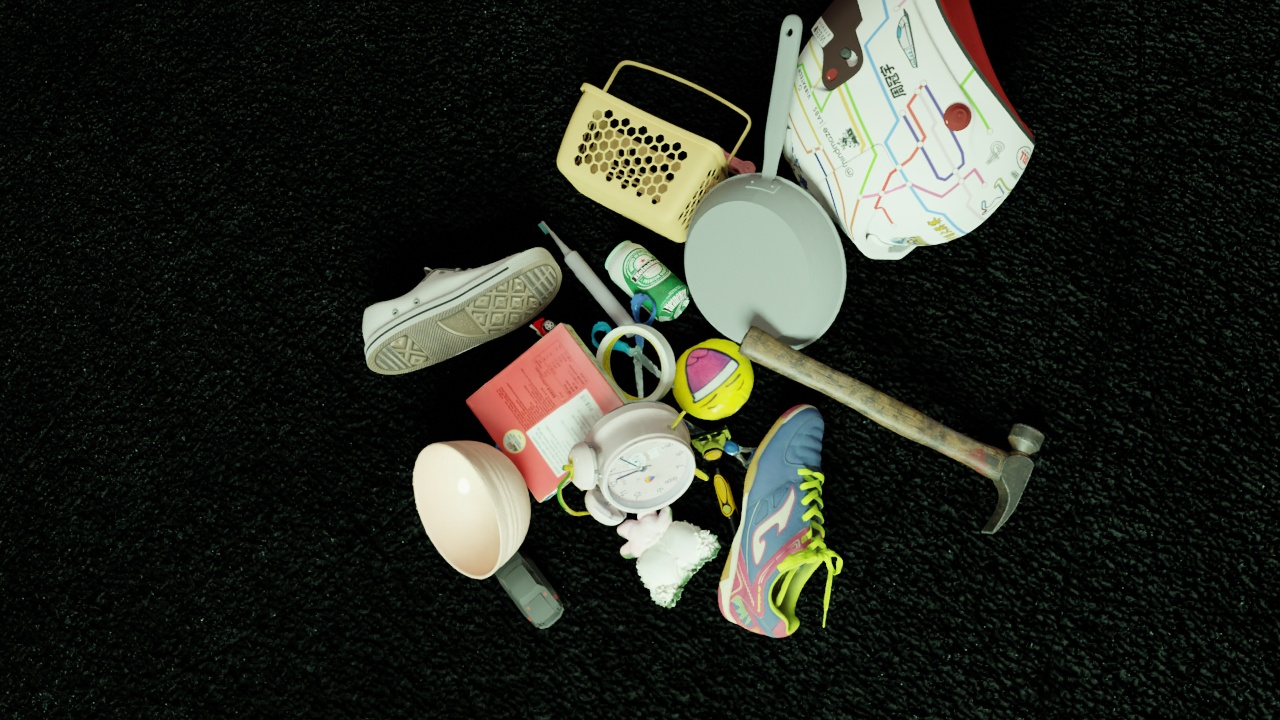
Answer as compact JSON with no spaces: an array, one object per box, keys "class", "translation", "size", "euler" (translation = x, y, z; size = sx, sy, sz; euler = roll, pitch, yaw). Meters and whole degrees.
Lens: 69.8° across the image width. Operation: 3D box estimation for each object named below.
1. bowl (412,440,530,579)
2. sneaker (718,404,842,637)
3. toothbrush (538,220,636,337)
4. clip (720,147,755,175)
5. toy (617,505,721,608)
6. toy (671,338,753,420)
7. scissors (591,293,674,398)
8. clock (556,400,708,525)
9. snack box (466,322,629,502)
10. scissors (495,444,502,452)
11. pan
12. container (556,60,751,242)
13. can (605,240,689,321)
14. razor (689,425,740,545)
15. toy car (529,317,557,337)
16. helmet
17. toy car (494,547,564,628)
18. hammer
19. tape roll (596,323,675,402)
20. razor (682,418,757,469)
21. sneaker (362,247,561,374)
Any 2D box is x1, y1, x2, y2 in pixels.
[{"class":"bowl","translation":[-0.170,0.150,0.991],"size":[0.076,0.153,0.153],"euler":[-22,65,-44]},{"class":"sneaker","translation":[0.162,0.165,0.950],"size":[0.091,0.116,0.241],"euler":[10,77,40]},{"class":"toothbrush","translation":[-0.065,-0.101,1.097],"size":[0.019,0.018,0.188],"euler":[-37,72,-6]},{"class":"clip","translation":[0.109,-0.236,1.115],"size":[0.060,0.045,0.023],"euler":[29,80,-18]},{"class":"toy","translation":[0.025,0.200,0.985],"size":[0.095,0.041,0.109],"euler":[-46,59,-6]},{"class":"toy","translation":[0.081,0.021,1.028],"size":[0.095,0.041,0.094],"euler":[-40,68,2]},{"class":"scissors","translation":[-0.001,-0.017,1.043],"size":[0.129,0.014,0.119],"euler":[45,117,23]},{"class":"clock","translation":[-0.015,0.113,0.968],"size":[0.158,0.117,0.058],"euler":[-24,38,-4]},{"class":"snack box","translation":[-0.095,0.057,1.017],"size":[0.145,0.040,0.142],"euler":[-39,83,7]},{"class":"scissors","translation":[-0.107,0.079,1.055],"size":[0.125,0.013,0.130],"euler":[-11,77,5]},{"class":"pan","translation":[0.129,-0.171,0.961],"size":[0.201,0.050,0.357],"euler":[20,121,33]},{"class":"container","translation":[0.018,-0.250,1.071],"size":[0.183,0.129,0.167],"euler":[29,89,17]},{"class":"can","translation":[0.009,-0.091,1.066],"size":[0.053,0.053,0.101],"euler":[-45,73,-6]},{"class":"razor","translation":[0.092,0.145,0.992],"size":[0.044,0.021,0.144],"euler":[-19,82,21]},{"class":"toy car","translation":[-0.087,-0.014,1.064],"size":[0.025,0.038,0.089],"euler":[-43,72,-3]},{"class":"helmet","translation":[0.267,-0.268,0.988],"size":[0.237,0.230,0.314],"euler":[-25,71,31]},{"class":"toy car","translation":[-0.122,0.246,0.993],"size":[0.042,0.036,0.091],"euler":[-40,72,-5]},{"class":"hammer","translation":[0.251,0.059,0.960],"size":[0.330,0.033,0.120],"euler":[27,79,1]},{"class":"tape roll","translation":[-0.006,0.006,1.032],"size":[0.094,0.019,0.094],"euler":[5,101,29]},{"class":"razor","translation":[0.086,0.092,1.018],"size":[0.141,0.018,0.043],"euler":[24,79,14]},{"class":"sneaker","translation":[-0.216,-0.076,1.084],"size":[0.245,0.091,0.097],"euler":[-27,57,1]}]
